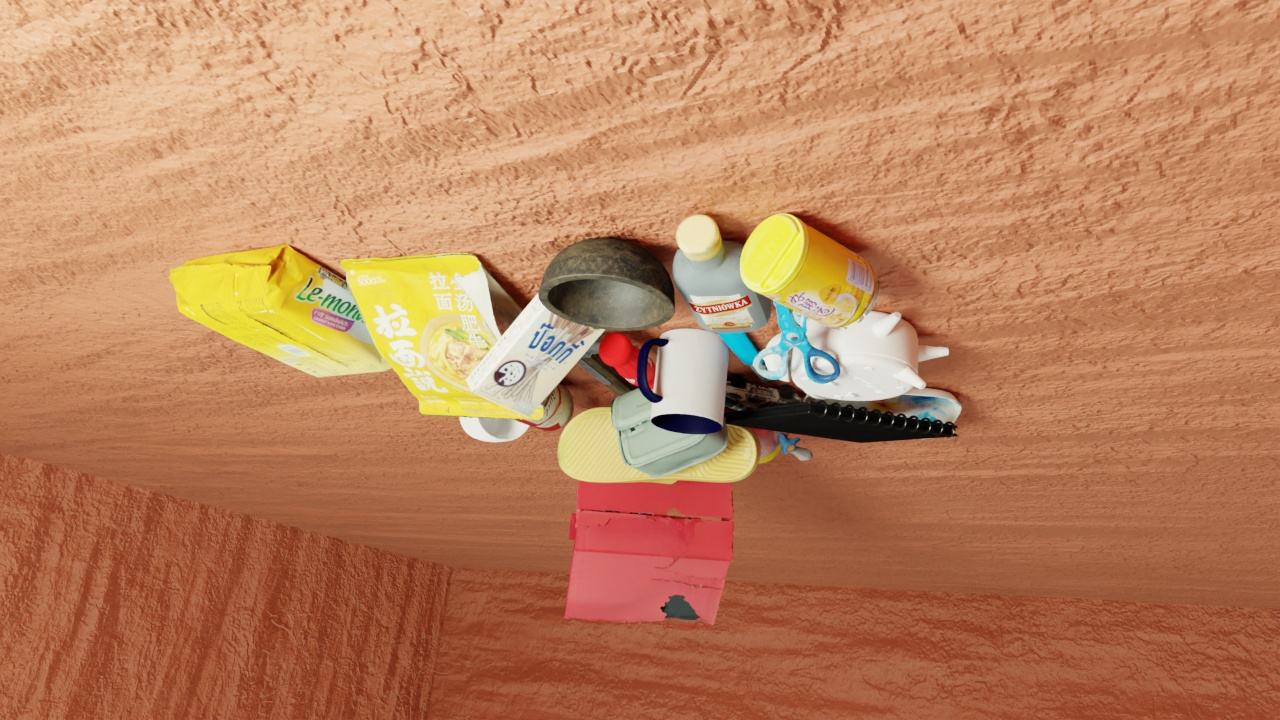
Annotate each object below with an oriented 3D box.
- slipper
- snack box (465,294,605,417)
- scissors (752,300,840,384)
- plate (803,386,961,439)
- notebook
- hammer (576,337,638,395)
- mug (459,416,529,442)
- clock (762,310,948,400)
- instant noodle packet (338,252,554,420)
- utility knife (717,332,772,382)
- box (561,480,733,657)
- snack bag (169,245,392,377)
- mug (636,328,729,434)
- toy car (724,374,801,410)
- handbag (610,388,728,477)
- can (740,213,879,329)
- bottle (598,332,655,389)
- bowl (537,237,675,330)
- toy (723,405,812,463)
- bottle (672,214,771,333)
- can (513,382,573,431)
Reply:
[{"bbox_3d":[0.025,0.110,1.184,0.264,0.099,0.078,2,179,16],"label":"slipper"},{"bbox_3d":[-0.098,-0.014,0.921,0.150,0.026,0.082,-48,136,12],"label":"snack box"},{"bbox_3d":[0.154,-0.020,0.854,0.090,0.014,0.141,11,142,9],"label":"scissors"},{"bbox_3d":[0.298,0.063,1.154,0.187,0.016,0.187,3,160,10],"label":"plate"},{"bbox_3d":[0.238,0.076,1.093,0.231,0.019,0.169,10,168,-30],"label":"notebook"},{"bbox_3d":[-0.017,0.036,1.169,0.147,0.028,0.317,-3,159,24],"label":"hammer"},{"bbox_3d":[-0.187,0.068,1.262,0.114,0.081,0.088,-18,-178,-30],"label":"mug"},{"bbox_3d":[0.215,0.004,0.936,0.161,0.072,0.125,-12,153,42],"label":"clock"},{"bbox_3d":[-0.201,-0.031,0.972,0.163,0.084,0.222,2,143,22],"label":"instant noodle packet"},{"bbox_3d":[0.109,-0.015,1.002,0.031,0.015,0.209,-2,155,25],"label":"utility knife"},{"bbox_3d":[0.012,0.242,1.230,0.211,0.315,0.124,5,172,-8],"label":"box"},{"bbox_3d":[-0.373,-0.045,1.000,0.160,0.068,0.247,-2,158,27],"label":"snack bag"},{"bbox_3d":[0.042,0.019,0.998,0.111,0.096,0.079,21,156,-34],"label":"mug"},{"bbox_3d":[0.142,0.048,1.130,0.112,0.040,0.049,11,161,-12],"label":"toy car"},{"bbox_3d":[0.031,0.073,1.097,0.122,0.106,0.067,-24,153,23],"label":"handbag"},{"bbox_3d":[0.139,-0.072,0.757,0.105,0.067,0.068,21,156,-36],"label":"can"},{"bbox_3d":[-0.006,0.006,1.018,0.036,0.036,0.119,-3,158,25],"label":"bottle"},{"bbox_3d":[-0.027,-0.075,0.818,0.121,0.056,0.121,6,160,2],"label":"bowl"},{"bbox_3d":[0.160,0.098,1.239,0.124,0.096,0.131,-9,137,24],"label":"toy"},{"bbox_3d":[0.067,-0.074,0.805,0.072,0.046,0.161,-1,159,17],"label":"bottle"},{"bbox_3d":[-0.137,0.048,1.152,0.067,0.067,0.170,1,169,15],"label":"can"}]
